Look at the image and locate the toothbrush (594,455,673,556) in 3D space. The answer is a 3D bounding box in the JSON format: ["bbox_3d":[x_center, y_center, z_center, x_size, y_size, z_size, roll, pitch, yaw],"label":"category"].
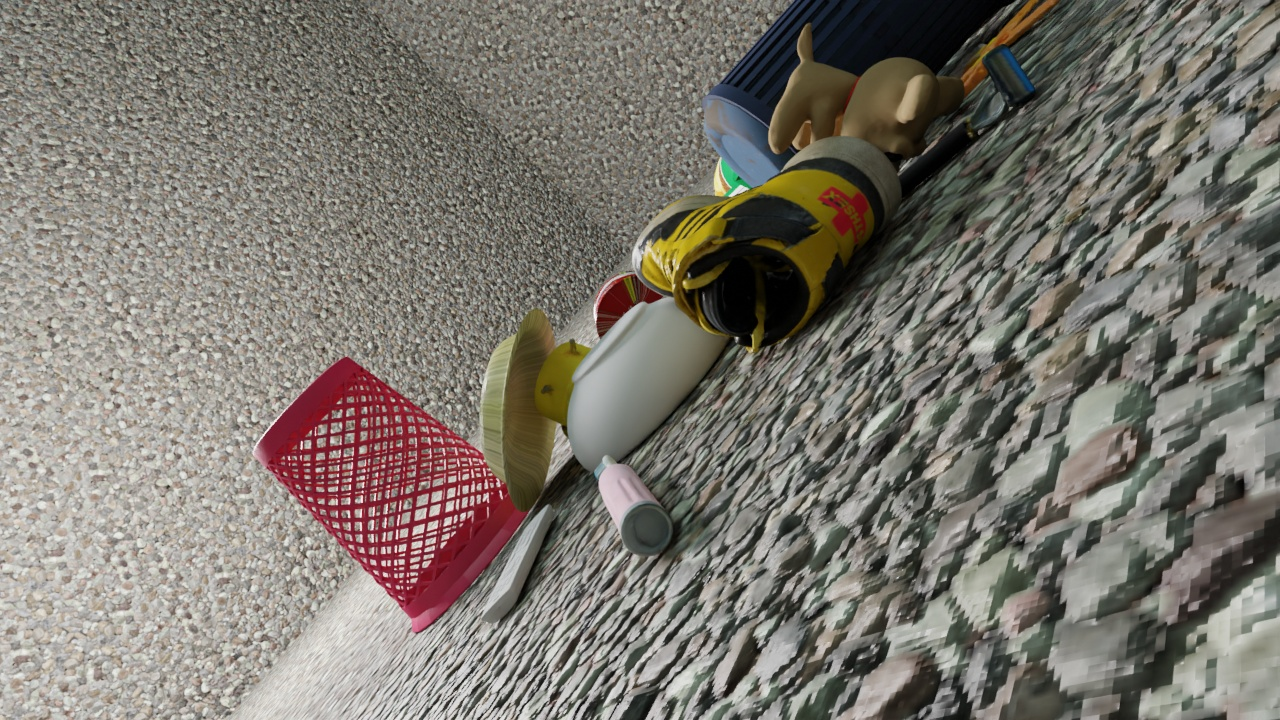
[{"bbox_3d":[-0.011,0.078,0.549,0.026,0.027,0.222,-46,6,-4],"label":"toothbrush"}]

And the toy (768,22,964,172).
[{"bbox_3d":[0.148,-0.166,0.618,0.133,0.108,0.106,-28,-49,-58],"label":"toy"}]

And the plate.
[{"bbox_3d":[-0.116,0.044,0.840,0.184,0.036,0.184,4,-91,-81],"label":"plate"}]

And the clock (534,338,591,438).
[{"bbox_3d":[-0.051,0.031,0.855,0.083,0.057,0.119,-62,-25,-16],"label":"clock"}]

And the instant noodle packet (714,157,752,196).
[{"bbox_3d":[0.167,-0.257,1.046,0.195,0.090,0.252,-42,3,1],"label":"instant noodle packet"}]

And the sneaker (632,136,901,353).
[{"bbox_3d":[0.051,-0.058,0.606,0.121,0.086,0.239,-50,17,-31],"label":"sneaker"}]

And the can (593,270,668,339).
[{"bbox_3d":[-0.003,-0.045,0.918,0.086,0.086,0.116,-47,7,3],"label":"can"}]

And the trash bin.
[{"bbox_3d":[0.171,-0.249,0.739,0.249,0.139,0.139,-48,7,-1],"label":"trash bin"}]

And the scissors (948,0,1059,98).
[{"bbox_3d":[0.260,-0.230,0.681,0.125,0.011,0.128,-48,7,2],"label":"scissors"}]

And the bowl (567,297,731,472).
[{"bbox_3d":[-0.004,0.004,0.743,0.177,0.066,0.176,-46,7,7],"label":"bowl"}]

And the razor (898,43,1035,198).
[{"bbox_3d":[0.178,-0.124,0.561,0.145,0.022,0.042,-46,46,42],"label":"razor"}]

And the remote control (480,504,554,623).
[{"bbox_3d":[-0.087,0.147,0.673,0.033,0.012,0.130,-48,7,17],"label":"remote control"}]

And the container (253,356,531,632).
[{"bbox_3d":[-0.242,0.117,0.891,0.183,0.226,0.183,-46,7,7],"label":"container"}]
